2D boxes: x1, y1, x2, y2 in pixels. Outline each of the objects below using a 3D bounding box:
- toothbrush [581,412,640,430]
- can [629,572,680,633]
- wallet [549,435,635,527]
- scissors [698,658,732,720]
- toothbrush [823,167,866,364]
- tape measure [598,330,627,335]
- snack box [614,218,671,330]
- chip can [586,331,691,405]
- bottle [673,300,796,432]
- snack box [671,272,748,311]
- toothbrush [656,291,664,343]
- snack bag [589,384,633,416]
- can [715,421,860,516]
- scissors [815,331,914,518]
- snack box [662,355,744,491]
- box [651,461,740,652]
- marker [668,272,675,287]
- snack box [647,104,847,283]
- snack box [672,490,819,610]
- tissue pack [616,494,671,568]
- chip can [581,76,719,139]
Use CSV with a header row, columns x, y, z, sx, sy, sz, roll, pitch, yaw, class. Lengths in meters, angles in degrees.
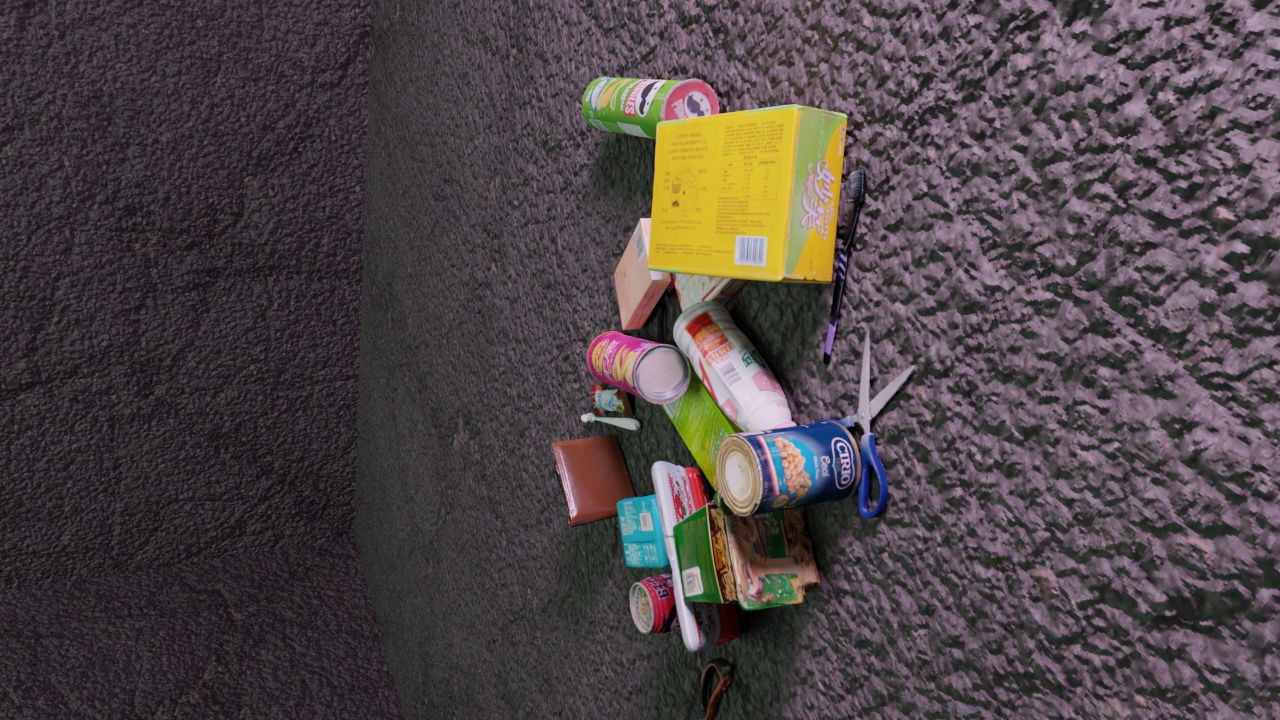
x,y,z,sx,sy,sz,roll,pitch,yaw,class
-0.044,0.087,1.317,0.180,0.016,0.016,1,97,63,toothbrush
0.041,0.286,1.094,0.066,0.093,0.066,18,110,62,can
-0.067,0.166,1.283,0.032,0.101,0.124,123,135,-53,wallet
0.085,0.452,1.119,0.226,0.015,0.189,-12,83,63,scissors
0.183,-0.083,0.841,0.014,0.016,0.189,41,131,54,toothbrush
-0.034,-0.006,1.265,0.066,0.033,0.066,18,112,62,tape measure
0.000,-0.105,1.154,0.158,0.026,0.084,124,140,-66,snack box
-0.007,0.007,1.124,0.211,0.071,0.071,-162,70,-72,chip can
0.105,0.022,0.962,0.197,0.068,0.068,57,142,37,bottle
0.084,-0.106,1.021,0.156,0.027,0.077,-46,53,56,snack box
0.025,-0.059,1.156,0.018,0.015,0.181,-148,56,-80,toothbrush
-0.042,0.056,1.299,0.104,0.026,0.048,4,109,63,snack bag
0.132,0.098,0.834,0.075,0.111,0.075,18,111,62,can
0.199,0.062,0.836,0.175,0.012,0.162,-31,66,60,scissors
0.075,0.068,1.067,0.156,0.026,0.086,57,142,44,snack box
0.062,0.213,1.014,0.158,0.039,0.201,41,-144,-71,box
0.055,-0.152,1.083,0.017,0.017,0.145,55,140,46,marker
0.097,-0.159,0.898,0.210,0.070,0.158,13,101,54,snack box
0.096,0.195,0.922,0.106,0.117,0.118,-30,63,46,snack box
0.017,0.220,1.181,0.134,0.050,0.093,-25,74,62,tissue pack
0.004,-0.302,1.100,0.236,0.072,0.072,32,122,59,chip can
